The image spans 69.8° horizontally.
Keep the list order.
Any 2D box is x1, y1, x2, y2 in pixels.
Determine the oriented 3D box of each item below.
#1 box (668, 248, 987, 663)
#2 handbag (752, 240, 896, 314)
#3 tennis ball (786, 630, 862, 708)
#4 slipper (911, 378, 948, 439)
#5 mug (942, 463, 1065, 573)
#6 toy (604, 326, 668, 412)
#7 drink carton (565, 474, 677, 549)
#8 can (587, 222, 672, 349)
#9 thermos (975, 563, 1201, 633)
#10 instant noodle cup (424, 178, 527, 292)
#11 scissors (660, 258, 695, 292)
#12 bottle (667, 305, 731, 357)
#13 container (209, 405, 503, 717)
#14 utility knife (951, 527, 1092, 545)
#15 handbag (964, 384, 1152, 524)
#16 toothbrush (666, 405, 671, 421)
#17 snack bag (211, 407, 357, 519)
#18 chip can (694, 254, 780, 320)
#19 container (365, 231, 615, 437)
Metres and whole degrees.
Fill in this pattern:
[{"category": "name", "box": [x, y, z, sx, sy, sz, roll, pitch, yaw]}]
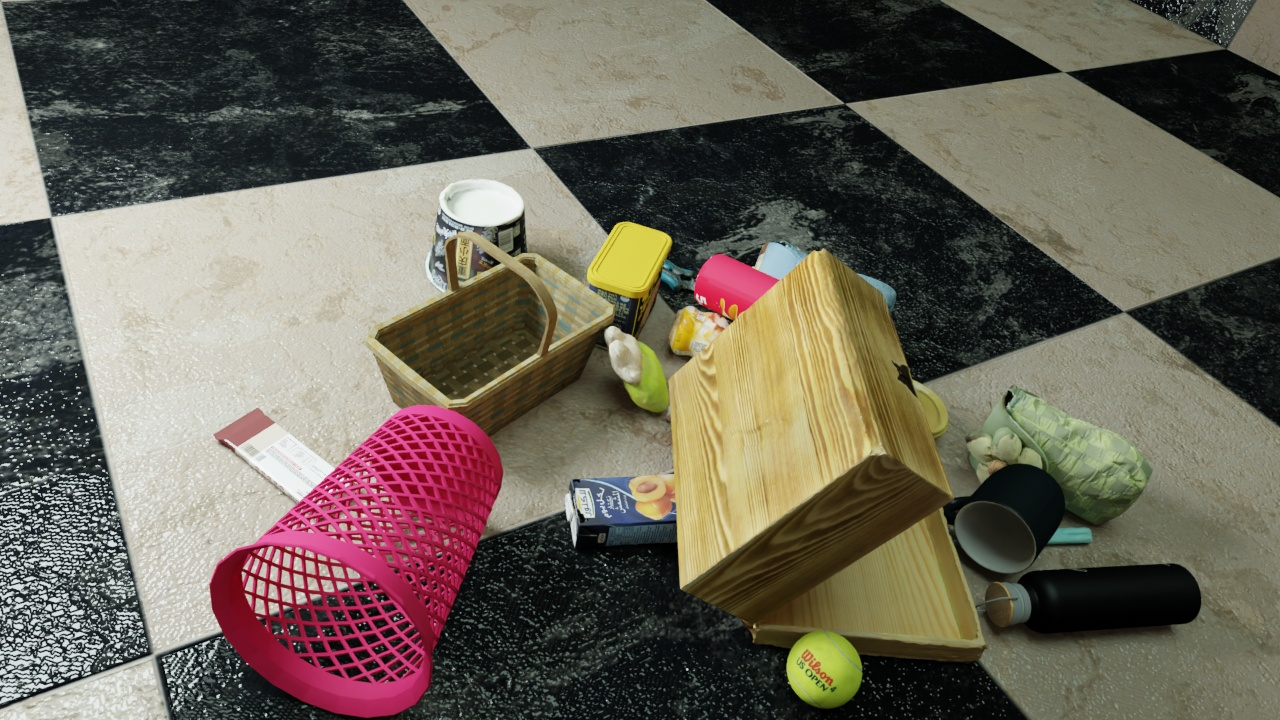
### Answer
[{"category": "box", "box": [0.198, 0.131, 0.913, 0.315, 0.283, 0.278, 32, 34, -27]}, {"category": "handbag", "box": [0.221, -0.071, 1.179, 0.192, 0.119, 0.121, 17, 81, -8]}, {"category": "tennis ball", "box": [0.162, 0.273, 0.811, 0.065, 0.065, 0.065, 7, 42, -6]}, {"category": "slipper", "box": [0.241, 0.022, 1.075, 0.263, 0.079, 0.099, 10, 39, -5]}, {"category": "mug", "box": [0.375, 0.162, 0.968, 0.122, 0.085, 0.094, -4, 19, 47]}, {"category": "toy", "box": [-0.006, 0.006, 1.046, 0.046, 0.115, 0.092, -27, 45, 14]}, {"category": "drink carton", "box": [-0.007, 0.151, 0.925, 0.130, 0.040, 0.064, -1, 42, -14]}, {"category": "can", "box": [-0.019, -0.090, 1.140, 0.075, 0.105, 0.134, 18, 42, 7]}, {"category": "thermos", "box": [0.441, 0.239, 0.918, 0.231, 0.061, 0.061, 0, 43, -13]}, {"category": "instant noodle cup", "box": [-0.203, -0.158, 1.168, 0.137, 0.112, 0.137, 7, 42, -7]}, {"category": "scissors", "box": [0.041, -0.123, 1.258, 0.128, 0.019, 0.140, -3, 45, -17]}, {"category": "bottle", "box": [0.091, -0.026, 1.128, 0.108, 0.063, 0.063, 17, 42, 3]}, {"category": "container", "box": [-0.218, 0.152, 0.789, 0.183, 0.184, 0.225, 17, 34, 6]}, {"category": "utility knife", "box": [0.414, 0.192, 0.998, 0.179, 0.016, 0.022, 0, 30, -14]}, {"category": "handbag", "box": [0.457, 0.118, 1.022, 0.186, 0.113, 0.116, 30, 52, 18]}, {"category": "toothbrush", "box": [0.119, 0.074, 1.061, 0.181, 0.016, 0.018, 9, 36, -3]}, {"category": "snack bag", "box": [-0.355, 0.101, 0.918, 0.158, 0.013, 0.056, 31, 47, 20]}, {"category": "chip can", "box": [0.167, -0.055, 1.065, 0.221, 0.069, 0.069, 29, 43, 34]}, {"category": "container", "box": [-0.156, -0.040, 0.990, 0.157, 0.187, 0.249, 35, 46, 24]}]
